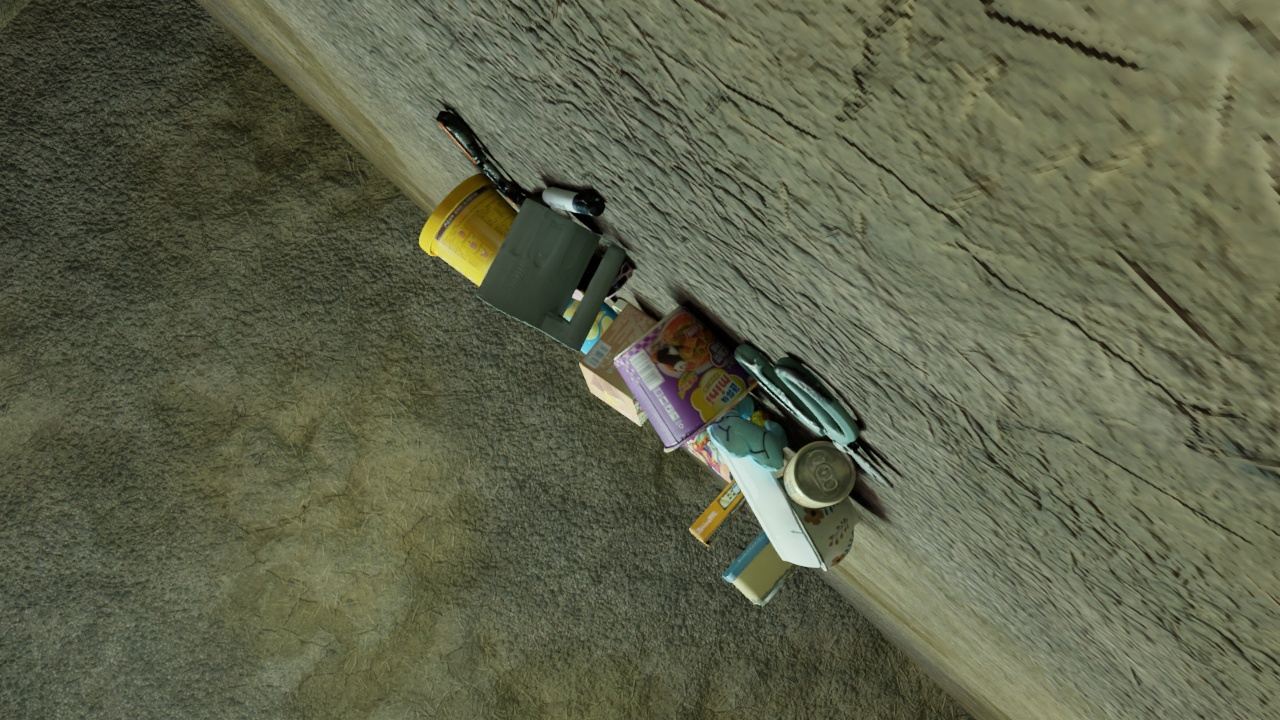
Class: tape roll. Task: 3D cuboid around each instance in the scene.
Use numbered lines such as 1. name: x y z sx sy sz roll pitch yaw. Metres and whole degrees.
1. tape roll: 0.001 -0.043 1.133 0.086 0.014 0.086 42 175 4

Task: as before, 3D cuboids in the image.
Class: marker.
1. marker: -0.060 -0.137 0.778 0.022 0.018 0.131 54 170 -25

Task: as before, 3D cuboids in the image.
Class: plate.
1. plate: 0.120 0.122 1.024 0.265 0.034 0.162 62 -179 43

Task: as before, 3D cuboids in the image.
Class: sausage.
1. sausage: 0.134 0.074 1.048 0.021 0.021 0.165 42 175 10

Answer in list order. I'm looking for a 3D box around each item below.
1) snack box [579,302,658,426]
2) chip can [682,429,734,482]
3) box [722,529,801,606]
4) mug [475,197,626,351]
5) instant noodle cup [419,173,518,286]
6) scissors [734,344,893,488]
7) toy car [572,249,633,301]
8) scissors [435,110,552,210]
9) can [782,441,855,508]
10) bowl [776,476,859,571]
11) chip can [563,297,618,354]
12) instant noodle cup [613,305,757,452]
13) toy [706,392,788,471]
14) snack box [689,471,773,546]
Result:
1. snack box: -0.006 0.006 1.050 0.077 0.092 0.094 34 165 18
2. chip can: 0.099 0.113 1.374 0.215 0.071 0.071 35 172 49
3. box: 0.178 0.236 1.163 0.062 0.184 0.090 45 171 9
4. mug: -0.079 -0.080 0.850 0.124 0.103 0.083 29 -175 29
5. instant noodle cup: -0.185 -0.145 1.109 0.114 0.118 0.118 41 175 3
6. scissors: 0.145 0.045 0.723 0.176 0.019 0.172 43 175 5
7. toy car: -0.042 -0.078 0.914 0.037 0.056 0.122 48 173 -21
8. scissors: -0.133 -0.181 0.983 0.233 0.021 0.221 46 179 -42
9. can: 0.167 0.109 0.867 0.058 0.058 0.116 42 175 11
10. bowl: 0.201 0.168 1.012 0.113 0.062 0.113 60 -178 -4
11. chip can: -0.035 -0.022 1.196 0.210 0.071 0.071 42 176 -29
12. instant noodle cup: 0.037 0.011 0.832 0.099 0.111 0.111 52 175 1
13. toy: 0.078 0.044 0.935 0.161 0.050 0.156 18 -149 -24
14. snack box: 0.126 0.174 1.191 0.026 0.153 0.075 41 176 18
